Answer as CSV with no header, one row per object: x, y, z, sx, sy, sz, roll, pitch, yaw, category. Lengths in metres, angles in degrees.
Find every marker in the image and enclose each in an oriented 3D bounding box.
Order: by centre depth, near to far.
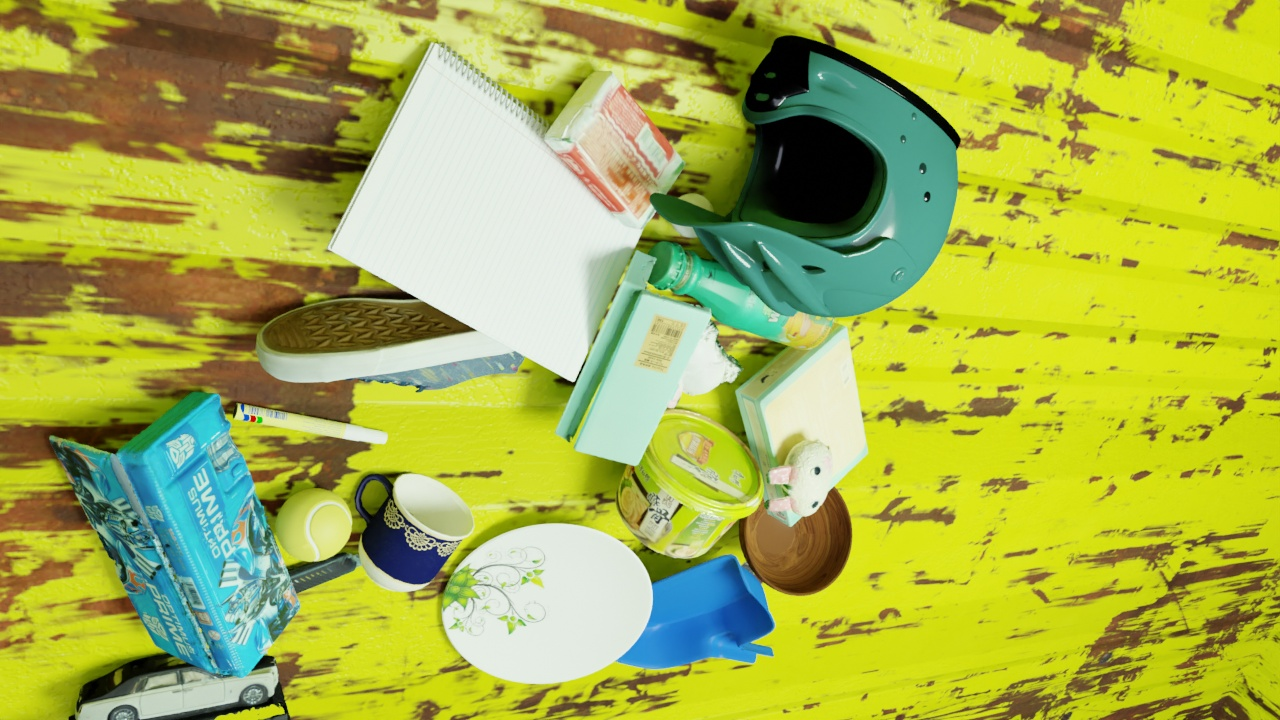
-0.287,0.057,0.805,0.132,0.014,0.014,16,112,-35,marker

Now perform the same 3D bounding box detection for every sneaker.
-0.195,-0.004,0.772,0.235,0.087,0.079,-9,130,-27,sneaker

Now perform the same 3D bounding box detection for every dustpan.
0.083,0.323,1.113,0.246,0.059,0.257,-28,145,26,dustpan

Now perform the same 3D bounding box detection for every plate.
-0.102,0.264,1.015,0.229,0.030,0.230,-4,118,-7,plate

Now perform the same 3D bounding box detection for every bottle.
0.097,-0.066,0.892,0.209,0.068,0.068,16,112,-35,bottle

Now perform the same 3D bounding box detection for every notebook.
-0.106,-0.111,0.745,0.245,0.013,0.177,31,79,-39,notebook

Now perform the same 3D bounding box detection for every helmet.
0.149,-0.137,0.791,0.274,0.176,0.200,19,97,-42,helmet

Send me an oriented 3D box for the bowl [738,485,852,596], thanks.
0.174,0.205,1.102,0.147,0.069,0.147,4,79,-22,bowl

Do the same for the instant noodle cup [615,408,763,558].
0.044,0.131,0.954,0.146,0.146,0.098,8,127,-32,instant noodle cup

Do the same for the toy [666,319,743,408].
0.042,0.007,0.932,0.109,0.041,0.096,-32,130,2,toy

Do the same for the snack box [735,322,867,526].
0.184,0.071,1.015,0.141,0.044,0.194,-38,130,-24,snack box

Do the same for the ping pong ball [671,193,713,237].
0.047,-0.133,0.839,0.040,0.040,0.040,-14,126,-20,ping pong ball

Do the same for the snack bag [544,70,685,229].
-0.019,-0.175,0.765,0.116,0.036,0.077,43,74,-39,snack bag

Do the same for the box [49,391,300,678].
-0.393,0.149,0.783,0.115,0.093,0.244,4,122,17,box

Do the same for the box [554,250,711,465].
-0.003,0.006,0.839,0.093,0.077,0.189,25,122,-2,box

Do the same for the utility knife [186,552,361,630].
-0.347,0.217,0.876,0.172,0.020,0.029,-17,127,-16,utility knife

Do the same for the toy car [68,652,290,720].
-0.435,0.315,0.863,0.191,0.094,0.071,-2,100,-27,toy car

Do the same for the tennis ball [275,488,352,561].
-0.295,0.148,0.828,0.065,0.065,0.065,-14,126,-20,tennis ball

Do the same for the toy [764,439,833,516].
0.177,0.123,0.973,0.112,0.050,0.087,-14,119,-30,toy

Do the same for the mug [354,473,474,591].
-0.229,0.162,0.871,0.112,0.085,0.089,36,105,-4,mug
